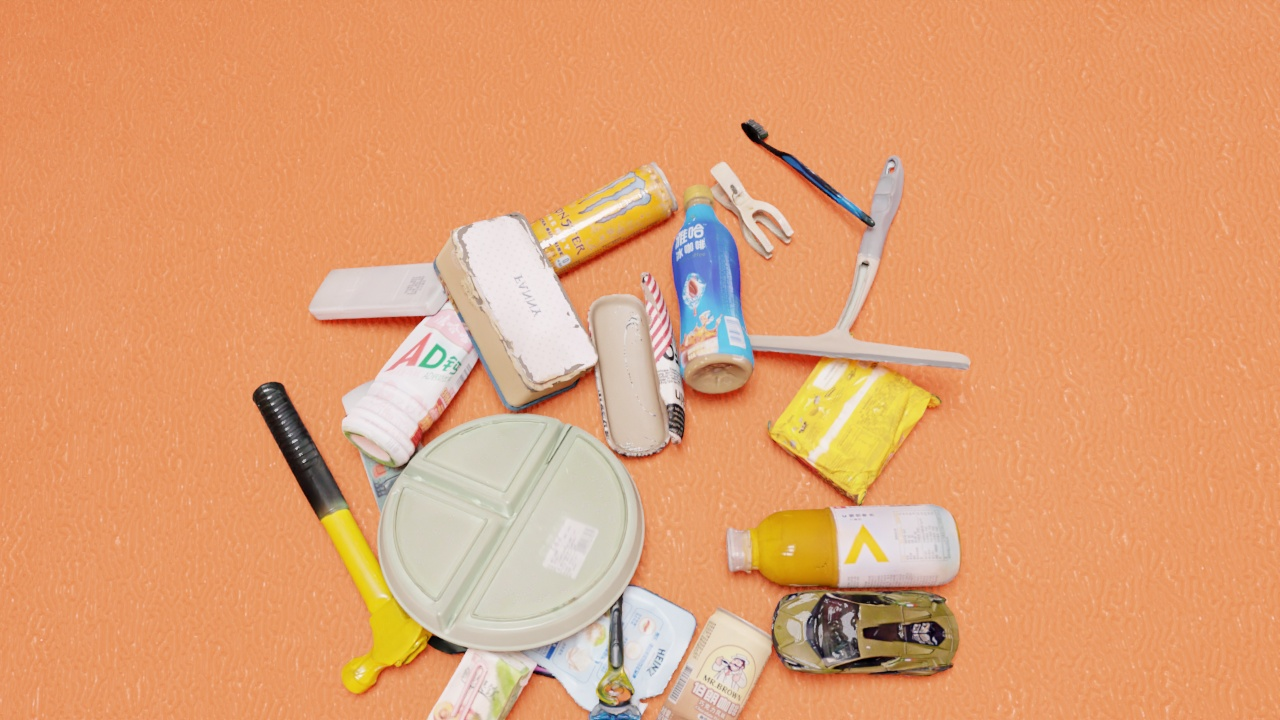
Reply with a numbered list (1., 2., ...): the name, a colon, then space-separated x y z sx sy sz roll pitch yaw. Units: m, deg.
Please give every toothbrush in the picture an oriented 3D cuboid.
1. toothbrush: -0.094 0.265 0.796 0.189 0.018 0.014 12 74 6
2. toothbrush: 0.164 -0.187 0.902 0.016 0.014 0.189 -32 58 -19

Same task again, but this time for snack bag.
1. snack bag: -0.057 0.226 0.789 0.191 0.039 0.110 26 63 12

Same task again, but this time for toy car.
1. toy car: 0.185 0.224 0.752 0.158 0.042 0.070 2 71 -10

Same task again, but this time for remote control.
1. remote control: -0.250 -0.066 0.890 0.150 0.021 0.058 0 51 23
2. remote control: -0.236 0.081 0.866 0.056 0.019 0.135 -24 71 -2

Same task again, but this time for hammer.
1. hammer: -0.277 0.140 0.834 0.129 0.033 0.300 -41 68 8

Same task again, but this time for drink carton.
1. drink carton: -0.141 0.291 0.755 0.053 0.045 0.122 31 94 14

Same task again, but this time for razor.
1. razor: -0.020 0.230 0.758 0.042 0.022 0.142 2 66 -4

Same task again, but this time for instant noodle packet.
1. instant noodle packet: 0.189 0.049 0.822 0.111 0.044 0.128 37 76 18

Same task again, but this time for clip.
1. clip: 0.104 -0.146 0.899 0.034 0.072 0.100 -40 78 -7

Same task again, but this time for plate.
1. plate: -0.110 0.135 0.787 0.230 0.028 0.229 1 50 -2

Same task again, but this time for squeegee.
1. squeegee: 0.211 -0.093 0.865 0.247 0.039 0.246 6 58 33

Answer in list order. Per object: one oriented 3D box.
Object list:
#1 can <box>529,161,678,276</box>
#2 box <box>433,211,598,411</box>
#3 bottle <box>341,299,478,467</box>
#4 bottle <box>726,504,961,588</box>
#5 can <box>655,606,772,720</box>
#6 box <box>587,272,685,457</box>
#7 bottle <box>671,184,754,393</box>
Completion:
1. can: -0.039 -0.137 0.899 0.146 0.058 0.058 -29 71 -4
2. box: -0.112 -0.041 0.844 0.089 0.063 0.184 -20 81 -35
3. bottle: -0.194 0.003 0.854 0.068 0.068 0.196 24 63 13
4. bottle: 0.168 0.158 0.774 0.189 0.068 0.068 -2 71 5
5. can: 0.060 0.267 0.753 0.058 0.058 0.116 27 76 14
6. box: -0.006 0.005 0.841 0.086 0.075 0.162 -15 72 9
7. bottle: 0.062 -0.075 0.855 0.065 0.065 0.218 -6 56 3
